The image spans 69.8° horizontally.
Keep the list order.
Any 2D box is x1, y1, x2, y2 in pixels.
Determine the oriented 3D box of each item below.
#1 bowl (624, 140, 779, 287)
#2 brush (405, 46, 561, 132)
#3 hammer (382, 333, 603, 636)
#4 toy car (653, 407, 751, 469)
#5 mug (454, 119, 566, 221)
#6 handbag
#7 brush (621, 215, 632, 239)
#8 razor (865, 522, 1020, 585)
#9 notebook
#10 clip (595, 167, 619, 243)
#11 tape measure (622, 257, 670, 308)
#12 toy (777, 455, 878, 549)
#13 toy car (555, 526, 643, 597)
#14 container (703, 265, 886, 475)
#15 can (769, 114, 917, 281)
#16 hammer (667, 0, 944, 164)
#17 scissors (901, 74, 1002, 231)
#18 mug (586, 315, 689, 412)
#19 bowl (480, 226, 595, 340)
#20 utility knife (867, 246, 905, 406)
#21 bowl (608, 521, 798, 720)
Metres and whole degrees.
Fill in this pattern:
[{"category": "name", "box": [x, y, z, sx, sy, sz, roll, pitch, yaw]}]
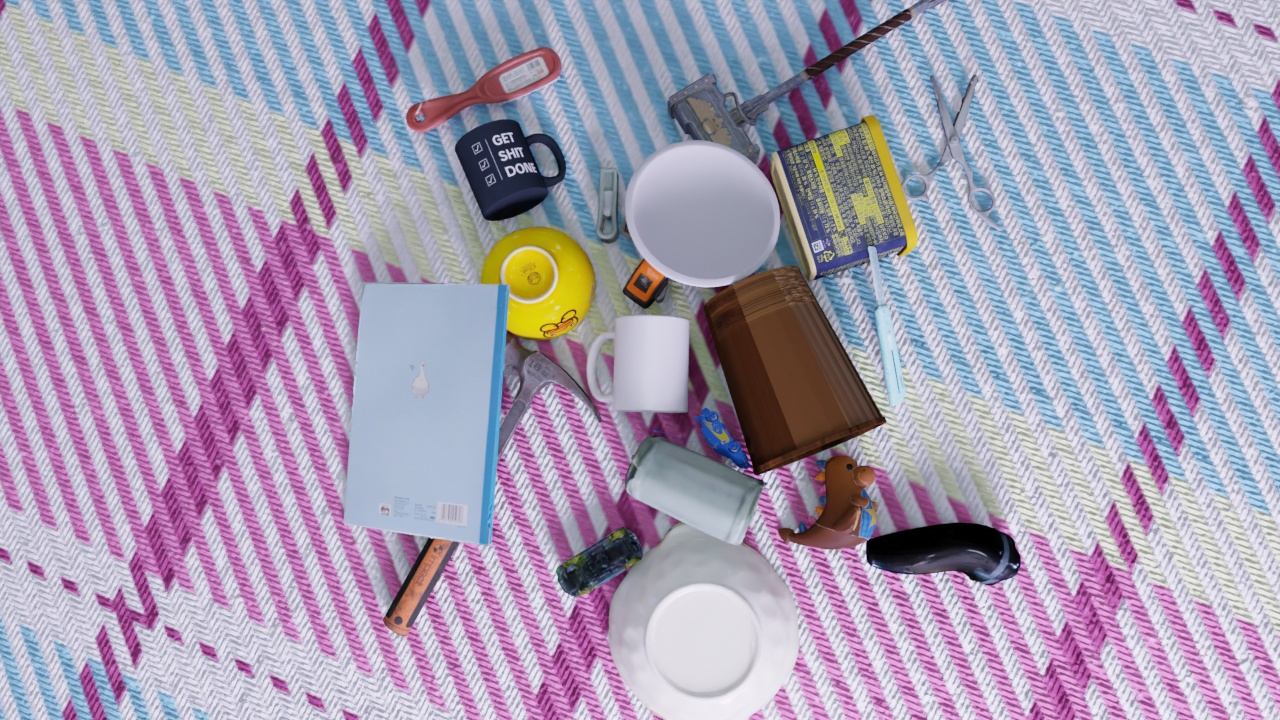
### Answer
[{"category": "bowl", "box": [0.056, -0.135, 0.882, 0.149, 0.043, 0.149, 2, 74, -9]}, {"category": "brush", "box": [-0.162, -0.278, 0.961, 0.172, 0.030, 0.041, -23, 85, 1]}, {"category": "hammer", "box": [-0.160, 0.139, 0.927, 0.138, 0.035, 0.314, 29, 89, 6]}, {"category": "toy car", "box": [0.060, 0.084, 0.907, 0.062, 0.033, 0.092, -35, 53, 0]}, {"category": "mug", "box": [-0.127, -0.198, 0.939, 0.105, 0.071, 0.077, -21, 84, -25]}, {"category": "handbag", "box": [0.052, 0.122, 0.873, 0.122, 0.106, 0.067, 23, 85, 11]}, {"category": "brush", "box": [0.049, -0.133, 0.942, 0.136, 0.015, 0.050, 18, 88, 5]}, {"category": "razor", "box": [0.290, 0.190, 0.887, 0.140, 0.052, 0.064, -4, 118, 10]}, {"category": "notebook", "box": [-0.216, 0.048, 0.915, 0.181, 0.009, 0.253, 3, 88, 25]}, {"category": "clip", "box": [-0.033, -0.159, 0.944, 0.023, 0.042, 0.075, 1, 85, 6]}, {"category": "tape measure", "box": [0.013, -0.080, 0.919, 0.038, 0.058, 0.058, 36, 84, 5]}, {"category": "toy", "box": [0.182, 0.141, 0.904, 0.103, 0.070, 0.090, -11, 71, 25]}, {"category": "toy car", "box": [-0.041, 0.201, 0.916, 0.090, 0.027, 0.038, -31, 87, 0]}, {"category": "container", "box": [0.138, 0.007, 0.875, 0.132, 0.132, 0.167, -22, 79, 2]}, {"category": "can", "box": [0.197, -0.156, 0.906, 0.104, 0.075, 0.135, -18, 84, 5]}, {"category": "hammer", "box": [0.189, -0.302, 0.931, 0.322, 0.044, 0.098, -31, 84, 1]}, {"category": "scissors", "box": [0.329, -0.209, 0.931, 0.158, 0.014, 0.141, 39, 92, 6]}, {"category": "mug", "box": [-0.005, 0.005, 0.914, 0.111, 0.073, 0.090, -1, 85, 30]}, {"category": "bowl", "box": [-0.107, -0.081, 0.923, 0.117, 0.067, 0.117, 0, 86, 4]}, {"category": "utility knife", "box": [0.236, -0.034, 0.891, 0.022, 0.015, 0.166, -25, 111, -26]}, {"category": "bowl", "box": [0.061, 0.266, 0.888, 0.188, 0.060, 0.219, -2, 84, 3]}]
